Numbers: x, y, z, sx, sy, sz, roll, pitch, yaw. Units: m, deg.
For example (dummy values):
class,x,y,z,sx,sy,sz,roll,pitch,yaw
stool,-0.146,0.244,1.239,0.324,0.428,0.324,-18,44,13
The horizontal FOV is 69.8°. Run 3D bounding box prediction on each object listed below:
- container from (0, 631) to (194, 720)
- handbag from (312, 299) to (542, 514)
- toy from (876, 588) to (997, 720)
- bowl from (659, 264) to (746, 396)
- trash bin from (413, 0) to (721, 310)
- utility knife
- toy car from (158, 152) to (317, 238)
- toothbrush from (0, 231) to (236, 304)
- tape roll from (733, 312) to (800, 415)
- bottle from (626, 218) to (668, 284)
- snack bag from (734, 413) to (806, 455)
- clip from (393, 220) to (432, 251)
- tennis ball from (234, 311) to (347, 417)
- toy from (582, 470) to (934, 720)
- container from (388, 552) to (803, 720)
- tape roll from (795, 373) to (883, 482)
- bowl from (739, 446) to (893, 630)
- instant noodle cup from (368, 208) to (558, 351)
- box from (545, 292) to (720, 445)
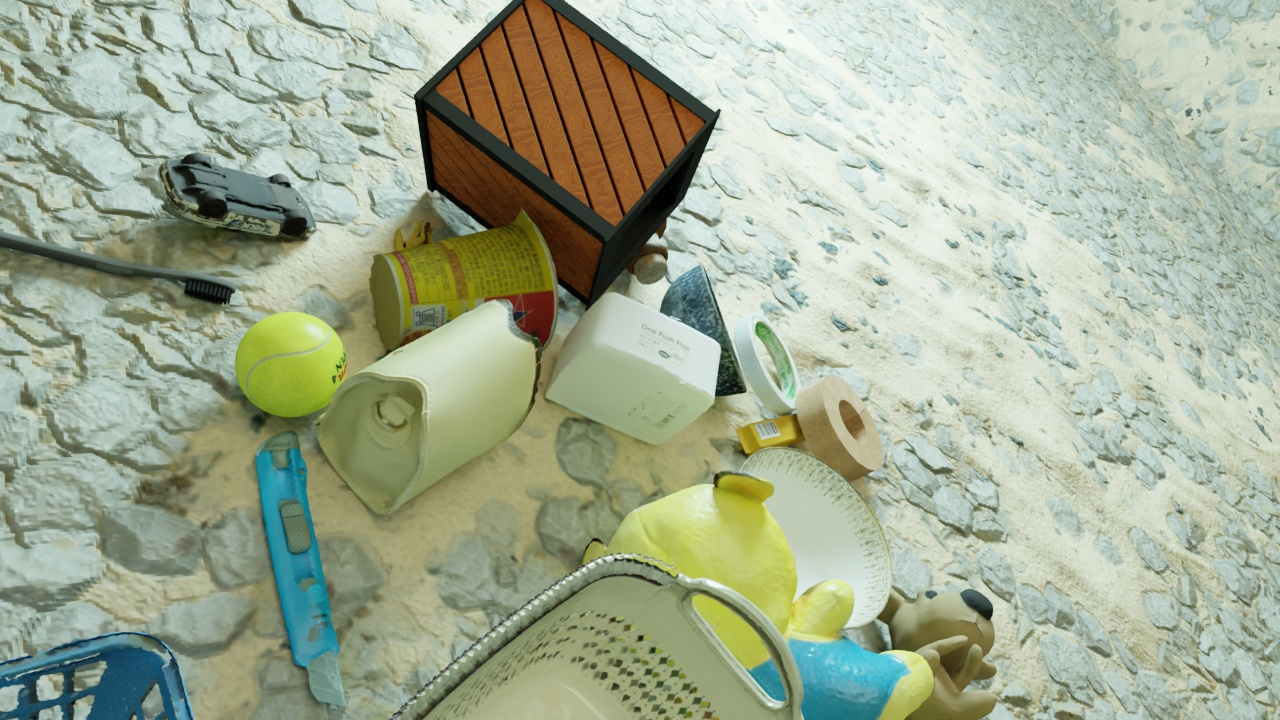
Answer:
class,x,y,z,sx,sy,sz,roll,pitch,yaw
container,-0.306,0.258,0.264,0.361,0.089,0.257,-8,60,-40
handbag,-0.127,0.024,0.581,0.081,0.111,0.119,47,42,8
toy,0.219,0.220,0.682,0.134,0.106,0.108,36,31,2
bowl,0.044,-0.018,0.771,0.114,0.061,0.114,-18,89,-82
trash bin,-0.060,-0.164,0.724,0.172,0.140,0.139,38,71,4
utility knife,-0.195,0.115,0.528,0.031,0.015,0.174,-5,59,-33
toy car,-0.281,-0.109,0.644,0.112,0.041,0.048,6,49,-55
toothbrush,-0.343,-0.063,0.575,0.167,0.013,0.013,15,55,-26
tape roll,0.114,0.003,0.818,0.094,0.018,0.093,44,32,-37
bottle,-0.013,-0.138,0.838,0.067,0.068,0.156,2,54,-35
snack bag,0.118,0.063,0.796,0.099,0.020,0.026,-9,66,-41
clip,-0.171,-0.084,0.700,0.047,0.046,0.054,-18,58,5
tennis ball,-0.217,0.003,0.570,0.065,0.065,0.065,20,45,-21
toy,0.067,0.171,0.577,0.214,0.149,0.084,49,-1,7
container,-0.035,0.225,0.451,0.184,0.144,0.250,48,42,11
tape roll,0.177,0.060,0.815,0.094,0.027,0.093,35,38,-33
bowl,0.112,0.142,0.689,0.145,0.063,0.145,21,45,-22
instant noodle cup,-0.130,-0.046,0.663,0.112,0.101,0.100,-11,62,-31
box,-0.002,-0.005,0.705,0.107,0.103,0.095,27,54,-15
